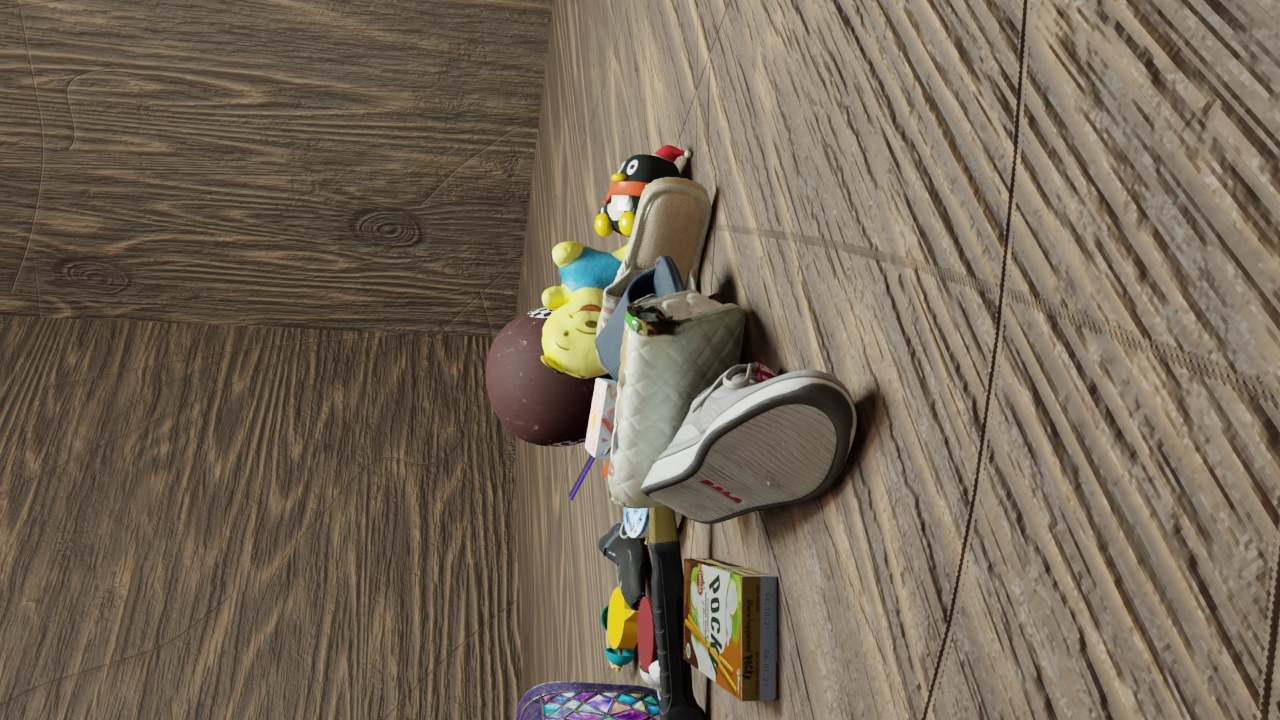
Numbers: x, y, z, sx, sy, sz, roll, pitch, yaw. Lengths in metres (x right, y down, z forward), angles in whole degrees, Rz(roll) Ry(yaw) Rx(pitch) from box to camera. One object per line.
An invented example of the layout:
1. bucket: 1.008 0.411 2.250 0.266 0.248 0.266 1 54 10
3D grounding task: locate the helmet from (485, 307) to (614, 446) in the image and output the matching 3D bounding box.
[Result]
1. helmet: -0.114 0.013 1.426 0.234 0.253 0.233 -172 74 -71

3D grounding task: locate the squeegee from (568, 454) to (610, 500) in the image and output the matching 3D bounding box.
1. squeegee: -0.023 0.156 1.290 0.250 0.055 0.184 -62 25 23

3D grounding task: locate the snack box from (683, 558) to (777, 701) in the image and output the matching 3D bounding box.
1. snack box: 0.079 0.243 0.853 0.186 0.031 0.101 149 122 -76

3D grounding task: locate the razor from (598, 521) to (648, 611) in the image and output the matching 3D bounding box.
1. razor: -0.021 0.278 1.239 0.140 0.063 0.053 -106 21 -58

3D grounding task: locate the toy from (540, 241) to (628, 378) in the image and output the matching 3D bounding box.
1. toy: -0.066 -0.068 1.298 0.084 0.149 0.213 96 176 -67

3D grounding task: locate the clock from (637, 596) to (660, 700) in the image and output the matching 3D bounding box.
1. clock: 0.025 0.327 1.061 0.087 0.044 0.124 122 148 -67

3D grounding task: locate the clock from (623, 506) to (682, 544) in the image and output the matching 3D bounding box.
1. clock: 0.019 0.159 1.086 0.088 0.052 0.126 -101 27 -46

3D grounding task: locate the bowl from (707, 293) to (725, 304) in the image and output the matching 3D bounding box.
1. bowl: 0.063 -0.013 0.975 0.119 0.032 0.119 -179 91 -78

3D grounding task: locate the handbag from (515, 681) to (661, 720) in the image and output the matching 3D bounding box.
1. handbag: -0.063 0.462 1.026 0.205 0.222 0.125 -140 53 -76

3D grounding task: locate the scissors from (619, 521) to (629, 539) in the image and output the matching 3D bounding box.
1. scissors: 0.014 0.170 1.178 0.165 0.014 0.141 22 89 60

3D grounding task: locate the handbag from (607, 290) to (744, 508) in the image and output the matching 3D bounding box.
1. handbag: 0.026 0.034 0.871 0.072 0.138 0.195 21 114 34

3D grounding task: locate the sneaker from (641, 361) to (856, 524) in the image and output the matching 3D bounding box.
1. sneaker: 0.092 0.044 0.728 0.264 0.096 0.128 -42 23 61

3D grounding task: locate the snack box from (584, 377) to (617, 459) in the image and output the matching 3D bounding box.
1. snack box: -0.013 0.077 1.148 0.079 0.093 0.095 -161 81 -77

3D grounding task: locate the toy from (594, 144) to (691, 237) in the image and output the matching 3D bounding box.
1. toy: 0.008 -0.204 1.120 0.098 0.099 0.119 11 93 57

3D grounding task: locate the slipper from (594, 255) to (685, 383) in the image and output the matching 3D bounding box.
1. slipper: -0.006 0.006 0.992 0.264 0.082 0.101 101 152 -45

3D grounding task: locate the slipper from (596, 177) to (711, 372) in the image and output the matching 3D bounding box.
1. slipper: 0.013 -0.082 1.044 0.052 0.115 0.264 -104 26 -52

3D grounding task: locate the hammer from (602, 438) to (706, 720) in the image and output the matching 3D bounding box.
1. hammer: 0.027 0.217 0.959 0.025 0.118 0.333 154 112 -79

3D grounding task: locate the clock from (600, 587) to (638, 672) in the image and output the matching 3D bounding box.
1. clock: -0.027 0.377 1.308 0.099 0.043 0.130 -105 28 -54
